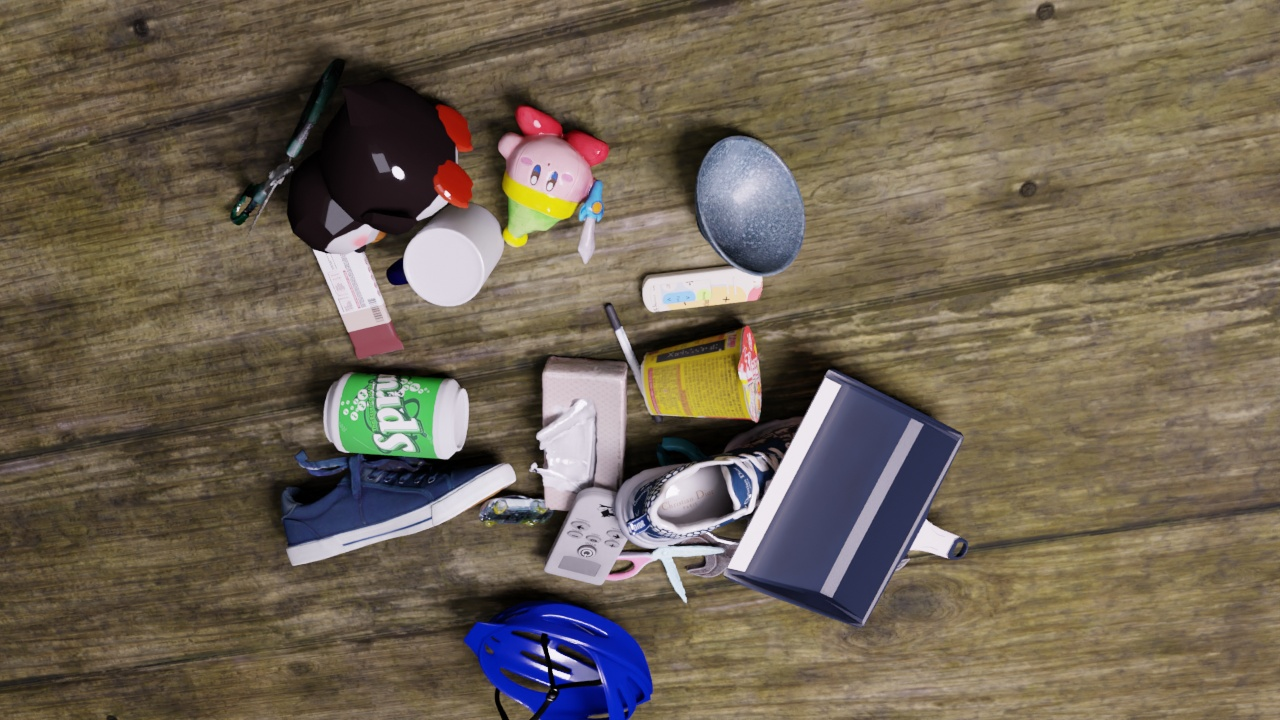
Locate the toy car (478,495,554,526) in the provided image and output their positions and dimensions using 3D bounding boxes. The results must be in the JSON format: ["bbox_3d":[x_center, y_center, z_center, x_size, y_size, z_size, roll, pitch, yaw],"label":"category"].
[{"bbox_3d":[-0.144,0.173,1.067,0.089,0.027,0.039,6,139,-30],"label":"toy car"}]

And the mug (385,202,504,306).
[{"bbox_3d":[-0.200,-0.103,0.918,0.112,0.096,0.079,-16,112,11],"label":"mug"}]

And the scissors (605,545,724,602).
[{"bbox_3d":[0.012,0.214,1.086,0.171,0.013,0.177,-4,109,14],"label":"scissors"}]

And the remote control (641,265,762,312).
[{"bbox_3d":[0.064,-0.076,0.955,0.125,0.018,0.038,-6,114,5],"label":"remote control"}]

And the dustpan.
[{"bbox_3d":[0.249,0.163,0.965,0.272,0.080,0.236,22,97,-42],"label":"dustpan"}]

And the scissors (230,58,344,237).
[{"bbox_3d":[-0.343,-0.202,0.886,0.015,0.202,0.205,32,75,-32],"label":"scissors"}]

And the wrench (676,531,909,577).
[{"bbox_3d":[0.180,0.227,1.089,0.273,0.010,0.070,-1,114,5],"label":"wrench"}]

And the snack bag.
[{"bbox_3d":[-0.307,-0.078,0.984,0.057,0.013,0.158,-14,113,8],"label":"snack bag"}]

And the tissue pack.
[{"bbox_3d":[-0.068,0.090,1.017,0.104,0.071,0.182,4,118,2],"label":"tissue pack"}]

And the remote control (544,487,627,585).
[{"bbox_3d":[-0.055,0.204,1.052,0.074,0.019,0.151,17,128,-11],"label":"remote control"}]

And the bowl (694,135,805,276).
[{"bbox_3d":[0.092,-0.143,0.890,0.137,0.136,0.057,51,148,-17],"label":"bowl"}]

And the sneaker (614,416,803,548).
[{"bbox_3d":[0.106,0.128,0.954,0.269,0.132,0.103,-18,86,-5],"label":"sneaker"}]

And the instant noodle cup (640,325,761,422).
[{"bbox_3d":[0.064,0.020,0.964,0.113,0.100,0.100,-7,114,17],"label":"instant noodle cup"}]

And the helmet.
[{"bbox_3d":[-0.100,0.389,1.065,0.241,0.227,0.148,31,122,-8],"label":"helmet"}]

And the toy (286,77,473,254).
[{"bbox_3d":[-0.271,-0.174,0.870,0.184,0.158,0.140,-28,143,30],"label":"toy"}]

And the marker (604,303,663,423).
[{"bbox_3d":[-0.006,0.006,1.001,0.011,0.011,0.152,-19,111,12],"label":"marker"}]

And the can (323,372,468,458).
[{"bbox_3d":[-0.265,0.060,1.003,0.140,0.087,0.088,4,115,3],"label":"can"}]

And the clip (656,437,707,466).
[{"bbox_3d":[0.064,0.132,1.047,0.116,0.026,0.097,34,110,-11],"label":"clip"}]

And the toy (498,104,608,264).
[{"bbox_3d":[-0.090,-0.167,0.903,0.124,0.097,0.131,22,96,-12],"label":"toy"}]

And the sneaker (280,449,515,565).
[{"bbox_3d":[-0.288,0.140,1.046,0.295,0.120,0.127,-16,90,14],"label":"sneaker"}]
